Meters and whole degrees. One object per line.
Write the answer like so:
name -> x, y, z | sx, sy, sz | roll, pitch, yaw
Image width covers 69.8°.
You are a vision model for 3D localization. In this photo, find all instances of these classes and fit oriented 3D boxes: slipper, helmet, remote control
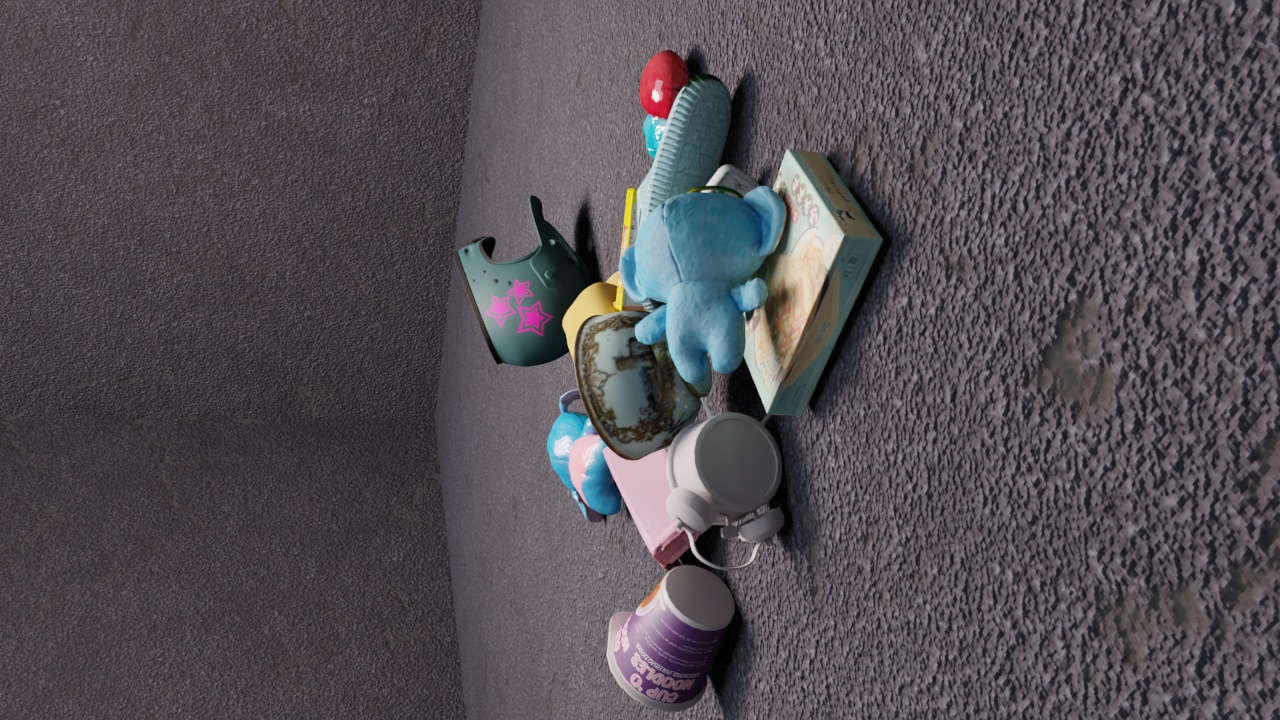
slipper -> -0.059, -0.057, 1.231 | 0.100, 0.078, 0.262 | -50, 15, 23
helmet -> -0.185, -0.128, 1.539 | 0.176, 0.200, 0.274 | 83, 164, -70
slipper -> 0.037, -0.182, 1.029 | 0.069, 0.115, 0.276 | 24, 111, 35
remote control -> 0.068, -0.146, 0.966 | 0.134, 0.050, 0.022 | -50, 28, 28

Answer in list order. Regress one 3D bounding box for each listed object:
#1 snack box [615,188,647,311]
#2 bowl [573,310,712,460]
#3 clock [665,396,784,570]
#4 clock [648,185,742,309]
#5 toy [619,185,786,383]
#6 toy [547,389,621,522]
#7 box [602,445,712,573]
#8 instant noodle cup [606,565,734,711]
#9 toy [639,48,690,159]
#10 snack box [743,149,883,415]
snack box -> 0.015, -0.135, 1.144 | 0.025, 0.075, 0.152 | -135, 49, -67
bowl -> 0.015, 0.015, 0.935 | 0.094, 0.159, 0.159 | -19, 65, 28
clock -> 0.080, 0.122, 0.882 | 0.061, 0.119, 0.159 | 141, 139, -60
clock -> 0.065, -0.105, 0.933 | 0.162, 0.118, 0.060 | 102, 171, -45
toy -> 0.063, -0.068, 0.835 | 0.184, 0.114, 0.180 | -19, 70, 30
toy -> -0.077, 0.158, 1.380 | 0.191, 0.098, 0.224 | -150, 55, -62
box -> 0.040, 0.175, 1.128 | 0.106, 0.115, 0.232 | -44, 30, 4
instant noodle cup -> 0.037, 0.290, 1.007 | 0.137, 0.121, 0.122 | 44, 126, 29
toy -> 0.031, -0.314, 1.131 | 0.092, 0.062, 0.133 | -120, 31, -70
snack box -> 0.140, -0.068, 0.820 | 0.141, 0.044, 0.194 | -106, 24, -47
